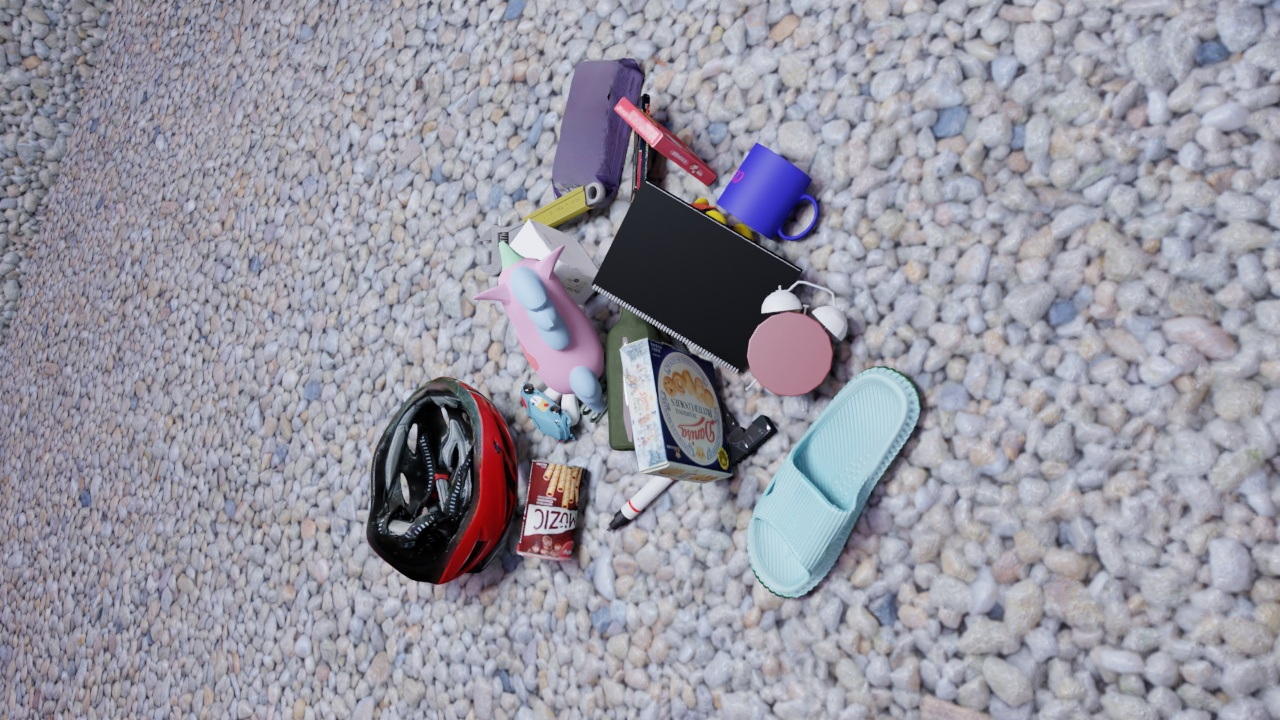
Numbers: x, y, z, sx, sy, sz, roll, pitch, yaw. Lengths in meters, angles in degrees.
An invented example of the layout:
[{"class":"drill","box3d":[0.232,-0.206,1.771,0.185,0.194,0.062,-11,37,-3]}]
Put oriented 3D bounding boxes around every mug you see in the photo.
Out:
[{"class":"mug","box3d":[0.157,-0.189,1.074,0.111,0.079,0.083,35,102,7]}]

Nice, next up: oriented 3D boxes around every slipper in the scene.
[{"class":"slipper","box3d":[0.194,0.126,0.976,0.116,0.069,0.276,40,102,38]}]

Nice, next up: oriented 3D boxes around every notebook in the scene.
[{"class":"notebook","box3d":[0.061,-0.094,1.065,0.207,0.016,0.149,31,117,5]}]

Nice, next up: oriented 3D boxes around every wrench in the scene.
[{"class":"wrench","box3d":[-0.145,-0.188,1.290,0.274,0.018,0.083,-17,80,42]}]

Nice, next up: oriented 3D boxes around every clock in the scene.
[{"class":"clock","box3d":[0.171,-0.018,1.015,0.096,0.048,0.137,20,97,12]}]

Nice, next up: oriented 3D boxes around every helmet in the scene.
[{"class":"helmet","box3d":[-0.257,0.159,1.227,0.218,0.166,0.271,-3,78,35]}]

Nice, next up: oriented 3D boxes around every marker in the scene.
[{"class":"marker","box3d":[0.007,0.166,1.128,0.146,0.019,0.019,-45,58,19]}]

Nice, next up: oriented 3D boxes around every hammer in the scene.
[{"class":"hammer","box3d":[0.048,-0.007,1.143,0.095,0.015,0.324,-44,57,20]}]

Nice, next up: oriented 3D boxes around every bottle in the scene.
[{"class":"bottle","box3d":[-0.007,0.007,1.131,0.072,0.071,0.206,-8,80,34]}]

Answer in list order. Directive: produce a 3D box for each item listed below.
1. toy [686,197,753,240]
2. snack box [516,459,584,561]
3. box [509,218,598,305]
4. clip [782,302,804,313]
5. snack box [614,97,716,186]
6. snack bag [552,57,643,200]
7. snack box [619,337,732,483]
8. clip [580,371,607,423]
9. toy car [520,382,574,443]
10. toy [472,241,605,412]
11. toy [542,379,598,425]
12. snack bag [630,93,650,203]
[{"class":"toy","box3d":[0.060,-0.149,1.117,0.119,0.097,0.100,42,108,37]},{"class":"snack box","box3d":[-0.114,0.192,1.177,0.072,0.072,0.121,3,80,36]},{"class":"box","box3d":[-0.138,-0.106,1.241,0.130,0.110,0.103,-47,57,16]},{"class":"clip","box3d":[0.170,-0.043,1.054,0.025,0.047,0.062,21,119,37]},{"class":"snack box","box3d":[0.033,-0.270,1.138,0.021,0.132,0.089,-48,56,15]},{"class":"snack bag","box3d":[-0.065,-0.320,1.267,0.096,0.058,0.205,9,85,36]},{"class":"snack box","box3d":[0.042,0.060,1.031,0.043,0.144,0.145,-20,69,30]},{"class":"clip","box3d":[-0.049,0.046,1.195,0.047,0.023,0.076,44,103,36]},{"class":"toy car","box3d":[-0.133,0.072,1.225,0.027,0.060,0.108,-33,48,-27]},{"class":"toy","box3d":[-0.105,-0.035,1.112,0.120,0.171,0.222,-31,86,-4]},{"class":"toy","box3d":[-0.091,0.019,1.220,0.076,0.037,0.125,32,105,29]},{"class":"snack bag","box3d":[-0.002,-0.265,1.207,0.018,0.075,0.155,5,79,-7]}]
